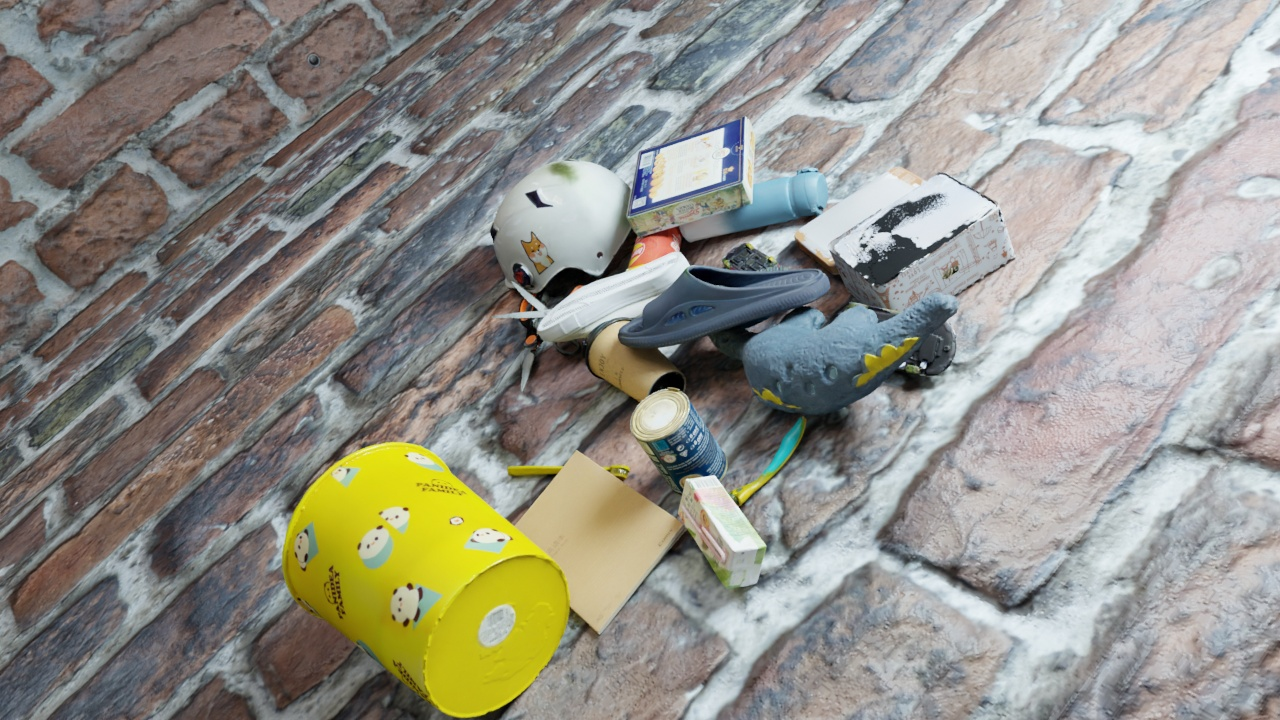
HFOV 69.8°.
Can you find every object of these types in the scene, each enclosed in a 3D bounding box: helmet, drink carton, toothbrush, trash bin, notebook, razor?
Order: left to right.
[{"bbox_3d":[-0.228,0.241,1.007,0.255,0.230,0.229,23,65,41],"label":"trash bin"},{"bbox_3d":[-0.138,-0.233,1.480,0.275,0.157,0.229,-7,38,35],"label":"helmet"},{"bbox_3d":[-0.096,0.143,1.172,0.190,0.016,0.016,-4,53,33],"label":"toothbrush"},{"bbox_3d":[-0.061,0.205,1.072,0.149,0.012,0.212,-50,42,-11],"label":"notebook"},{"bbox_3d":[0.082,0.178,0.965,0.045,0.054,0.122,-3,32,-22],"label":"drink carton"},{"bbox_3d":[0.142,0.114,1.020,0.132,0.028,0.043,-45,8,-10],"label":"razor"}]

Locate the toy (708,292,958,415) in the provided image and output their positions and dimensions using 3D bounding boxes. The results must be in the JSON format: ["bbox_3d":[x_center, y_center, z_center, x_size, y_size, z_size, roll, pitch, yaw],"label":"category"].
[{"bbox_3d":[0.192,-0.005,1.041,0.357,0.091,0.137,-1,69,53],"label":"toy"}]

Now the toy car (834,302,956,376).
[{"bbox_3d":[0.286,-0.022,1.042,0.158,0.042,0.070,16,96,44],"label":"toy car"}]

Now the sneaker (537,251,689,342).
[{"bbox_3d":[-0.027,-0.066,1.294,0.243,0.091,0.089,-21,27,21],"label":"sneaker"}]

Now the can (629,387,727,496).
[{"bbox_3d":[0.044,0.094,1.045,0.075,0.111,0.075,-20,40,17],"label":"can"}]

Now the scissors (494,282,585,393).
[{"bbox_3d":[-0.163,-0.040,1.413,0.224,0.022,0.204,-43,38,-11],"label":"scissors"}]

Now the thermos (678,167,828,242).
[{"bbox_3d":[0.164,-0.226,1.340,0.221,0.070,0.070,-9,44,29],"label":"thermos"}]

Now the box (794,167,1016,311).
[{"bbox_3d":[0.316,-0.164,1.161,0.177,0.082,0.260,-33,34,2],"label":"box"}]

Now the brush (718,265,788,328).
[{"bbox_3d":[0.137,-0.074,1.203,0.144,0.055,0.073,-17,39,20],"label":"brush"}]

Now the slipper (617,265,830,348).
[{"bbox_3d":[0.093,-0.085,1.127,0.269,0.083,0.110,-14,14,19],"label":"slipper"}]

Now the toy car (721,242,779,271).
[{"bbox_3d":[0.153,-0.131,1.272,0.049,0.031,0.106,-37,36,-5],"label":"toy car"}]

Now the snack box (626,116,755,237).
[{"bbox_3d":[0.077,-0.274,1.361,0.183,0.046,0.177,-13,41,20],"label":"snack box"}]

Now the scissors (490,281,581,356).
[{"bbox_3d":[-0.135,-0.072,1.382,0.159,0.014,0.181,-29,60,-13],"label":"scissors"}]

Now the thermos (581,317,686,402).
[{"bbox_3d":[-0.007,0.007,1.201,0.093,0.093,0.143,-41,46,-9],"label":"thermos"}]

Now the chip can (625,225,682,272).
[{"bbox_3d":[0.029,-0.182,1.387,0.073,0.073,0.216,-12,41,26],"label":"chip can"}]
